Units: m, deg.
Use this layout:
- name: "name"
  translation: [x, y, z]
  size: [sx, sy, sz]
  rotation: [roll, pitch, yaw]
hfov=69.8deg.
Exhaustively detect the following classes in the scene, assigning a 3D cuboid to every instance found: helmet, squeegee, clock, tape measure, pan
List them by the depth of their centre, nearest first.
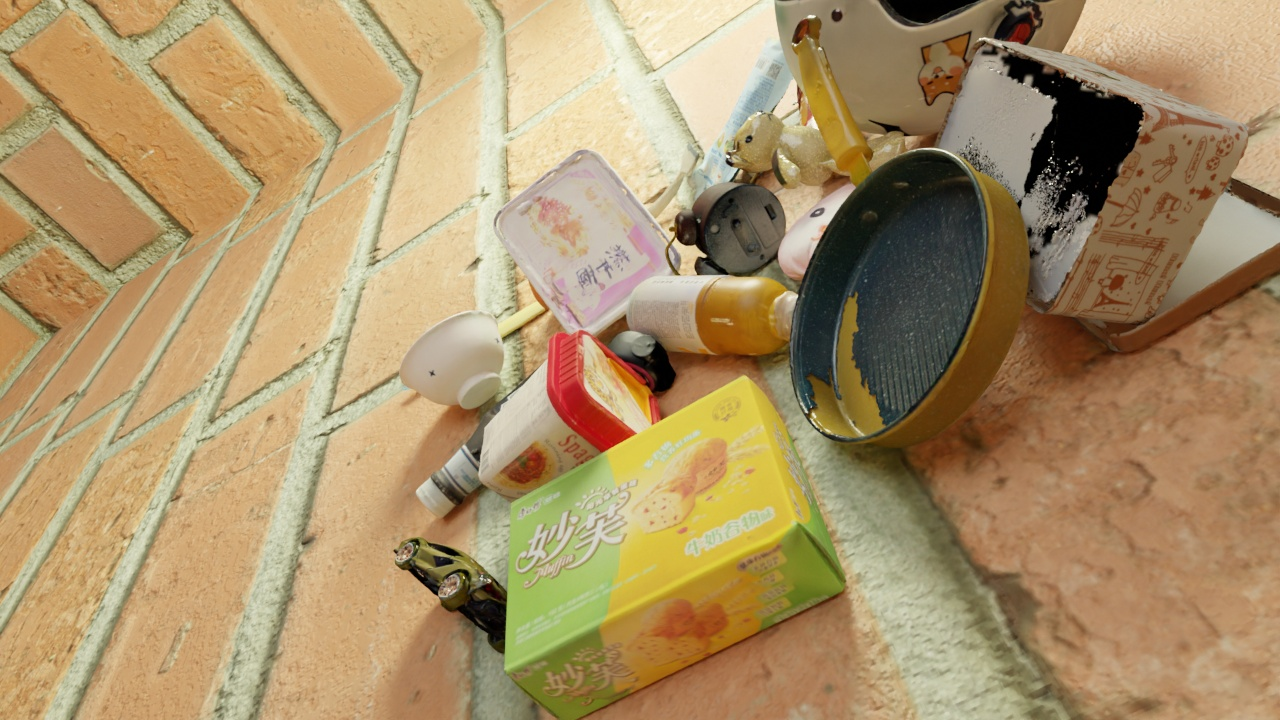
- name: "pan"
  translation: [0.154, -0.110, 0.639]
  size: [0.198, 0.078, 0.356]
  rotation: [-47, 34, 49]
- name: "tape measure"
  translation: [-0.005, 0.005, 0.803]
  size: [0.058, 0.057, 0.039]
  rotation: [0, 47, 34]
- name: "helmet"
  translation: [0.253, -0.285, 0.823]
  size: [0.274, 0.157, 0.229]
  rotation: [-3, 35, -3]
- name: "clock"
  translation: [0.079, -0.120, 0.862]
  size: [0.122, 0.082, 0.055]
  rotation: [-35, 26, -4]
- name: "squeegee"
  translation: [-0.024, -0.154, 1.059]
  size: [0.247, 0.039, 0.246]
  rotation: [-37, 12, 10]

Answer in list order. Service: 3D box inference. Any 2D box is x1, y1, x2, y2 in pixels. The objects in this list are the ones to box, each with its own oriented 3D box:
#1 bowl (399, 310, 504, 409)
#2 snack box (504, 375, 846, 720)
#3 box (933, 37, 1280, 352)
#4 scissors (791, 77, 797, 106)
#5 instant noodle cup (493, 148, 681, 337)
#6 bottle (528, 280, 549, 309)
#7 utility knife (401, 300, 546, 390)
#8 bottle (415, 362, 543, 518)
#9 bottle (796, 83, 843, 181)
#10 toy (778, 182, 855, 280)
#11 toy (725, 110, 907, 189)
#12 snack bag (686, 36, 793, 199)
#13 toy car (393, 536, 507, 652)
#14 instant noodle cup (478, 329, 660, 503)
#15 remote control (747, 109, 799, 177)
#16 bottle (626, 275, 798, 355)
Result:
- name: "bowl"
  translation: [-0.183, 0.012, 0.958]
  size: [0.118, 0.118, 0.064]
  rotation: [-38, 69, -2]
- name: "snack box"
  translation: [0.012, 0.122, 0.613]
  size: [0.210, 0.070, 0.157]
  rotation: [-29, 32, 13]
- name: "box"
  translation: [0.308, -0.103, 0.596]
  size: [0.174, 0.152, 0.182]
  rotation: [3, 31, -17]
- name: "scissors"
  translation: [0.240, -0.325, 1.019]
  size: [0.179, 0.014, 0.159]
  rotation: [-37, 34, -16]
- name: "instant noodle cup"
  translation: [-0.051, -0.113, 0.940]
  size: [0.138, 0.060, 0.173]
  rotation: [-37, 75, 0]
- name: "bottle"
  translation: [-0.047, -0.105, 0.998]
  size: [0.150, 0.067, 0.066]
  rotation: [-20, 34, 14]
- name: "utility knife"
  translation: [-0.191, -0.020, 1.067]
  size: [0.216, 0.022, 0.031]
  rotation: [-26, 31, 5]
- name: "bottle"
  translation: [-0.123, 0.069, 0.853]
  size: [0.194, 0.044, 0.080]
  rotation: [-42, 30, -6]
- name: "bottle"
  translation: [0.189, -0.261, 0.935]
  size: [0.058, 0.057, 0.174]
  rotation: [-19, 46, 28]
- name: "toy"
  translation: [0.189, -0.121, 0.783]
  size: [0.121, 0.054, 0.159]
  rotation: [5, 42, 48]
- name: "toy"
  translation: [0.156, -0.187, 0.814]
  size: [0.157, 0.066, 0.104]
  rotation: [8, 38, 21]
- name: "snack bag"
  translation: [0.110, -0.254, 0.993]
  size: [0.191, 0.038, 0.110]
  rotation: [-60, 28, 16]
- name: "toy car"
  translation: [-0.139, 0.172, 0.701]
  size: [0.158, 0.070, 0.042]
  rotation: [10, 53, 51]
- name: "instant noodle cup"
  translation: [-0.060, 0.059, 0.744]
  size: [0.124, 0.116, 0.116]
  rotation: [-39, 28, 20]
- name: "remote control"
  translation: [0.163, -0.247, 1.006]
  size: [0.125, 0.024, 0.049]
  rotation: [-35, 30, 5]
- name: "bottle"
  translation: [0.068, -0.038, 0.775]
  size: [0.190, 0.068, 0.067]
  rotation: [5, 51, 49]
